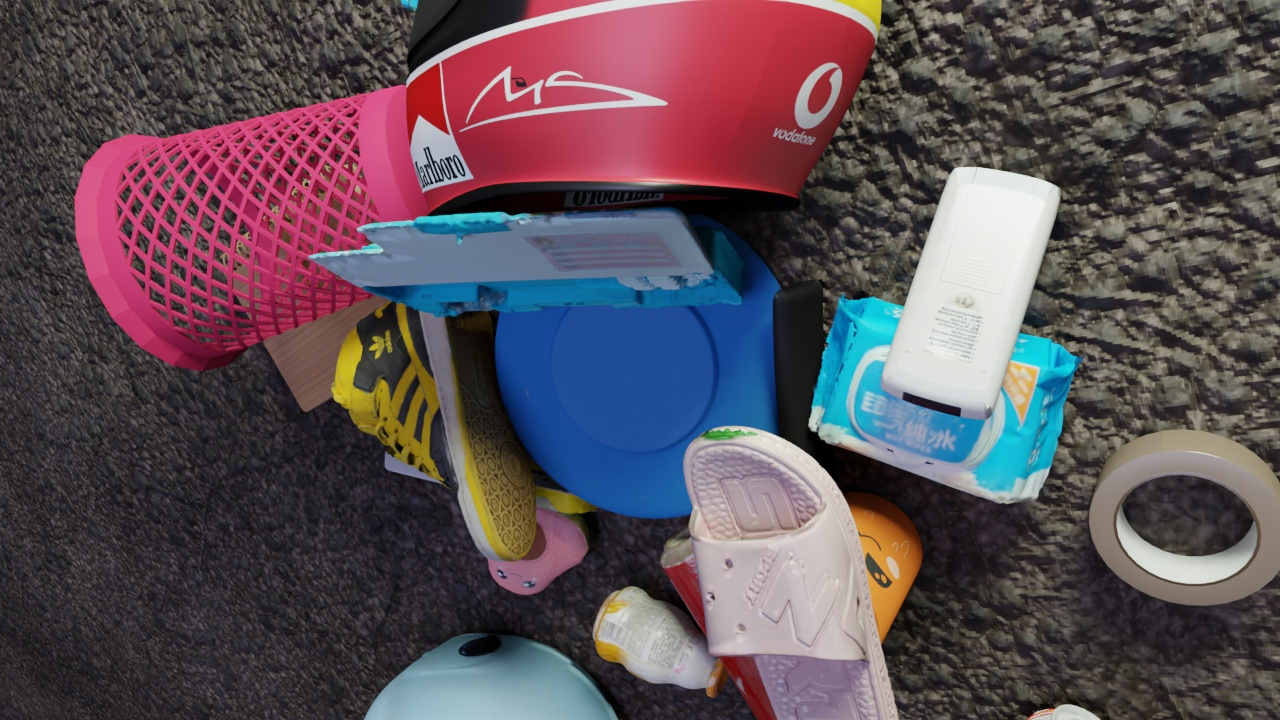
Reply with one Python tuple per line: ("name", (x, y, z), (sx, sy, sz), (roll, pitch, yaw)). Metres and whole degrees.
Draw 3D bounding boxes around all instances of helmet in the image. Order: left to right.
("helmet", (-0.146, 0.373, 0.829), (0.266, 0.166, 0.225), (-15, 92, 26))
("helmet", (-0.009, -0.187, 0.484), (0.272, 0.197, 0.224), (3, 95, 41))

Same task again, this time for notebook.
("notebook", (-0.284, -0.062, 0.821), (0.211, 0.022, 0.169), (-26, 95, 37))

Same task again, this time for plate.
("plate", (-0.004, 0.004, 0.632), (0.225, 0.024, 0.224), (3, 100, 19))

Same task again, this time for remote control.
("remote control", (0.108, 0.024, 0.596), (0.020, 0.041, 0.152), (18, 121, 54))
("remote control", (0.178, -0.039, 0.496), (0.060, 0.025, 0.138), (17, 82, 23))

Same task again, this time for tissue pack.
("tissue pack", (0.172, 0.022, 0.543), (0.144, 0.061, 0.093), (18, 116, 25))

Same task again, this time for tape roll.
("tape roll", (0.302, 0.087, 0.508), (0.094, 0.030, 0.094), (13, 115, 28))

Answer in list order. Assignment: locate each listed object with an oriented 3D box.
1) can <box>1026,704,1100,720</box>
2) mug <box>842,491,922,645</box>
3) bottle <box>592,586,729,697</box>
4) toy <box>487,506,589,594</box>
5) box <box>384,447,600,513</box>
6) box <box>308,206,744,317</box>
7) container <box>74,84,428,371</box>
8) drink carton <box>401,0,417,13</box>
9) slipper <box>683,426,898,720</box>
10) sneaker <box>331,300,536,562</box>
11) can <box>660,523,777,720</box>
("can", (0.258, 0.275, 0.591), (0.064, 0.064, 0.105), (34, 124, 16))
("mug", (0.118, 0.134, 0.603), (0.113, 0.095, 0.078), (24, 120, 22))
("bottle", (0.018, 0.224, 0.723), (0.109, 0.063, 0.063), (21, 119, 24))
("toy", (-0.091, 0.156, 0.768), (0.090, 0.051, 0.110), (18, 133, -2))
("box", (-0.118, 0.082, 0.751), (0.210, 0.065, 0.044), (8, 95, 29))
("box", (-0.065, -0.058, 0.533), (0.227, 0.182, 0.039), (-1, 81, 16))
("container", (-0.249, -0.107, 0.675), (0.226, 0.182, 0.183), (-13, 103, 16))
("drink carton", (-0.104, -0.229, 0.626), (0.129, 0.044, 0.039), (38, 125, 16))
("slipper", (0.086, 0.153, 0.530), (0.094, 0.064, 0.239), (-13, 104, 35))
("sneaker", (-0.162, 0.051, 0.693), (0.122, 0.086, 0.238), (-25, 64, 19))
("can", (0.082, 0.194, 0.667), (0.067, 0.067, 0.170), (-31, 91, 37))
